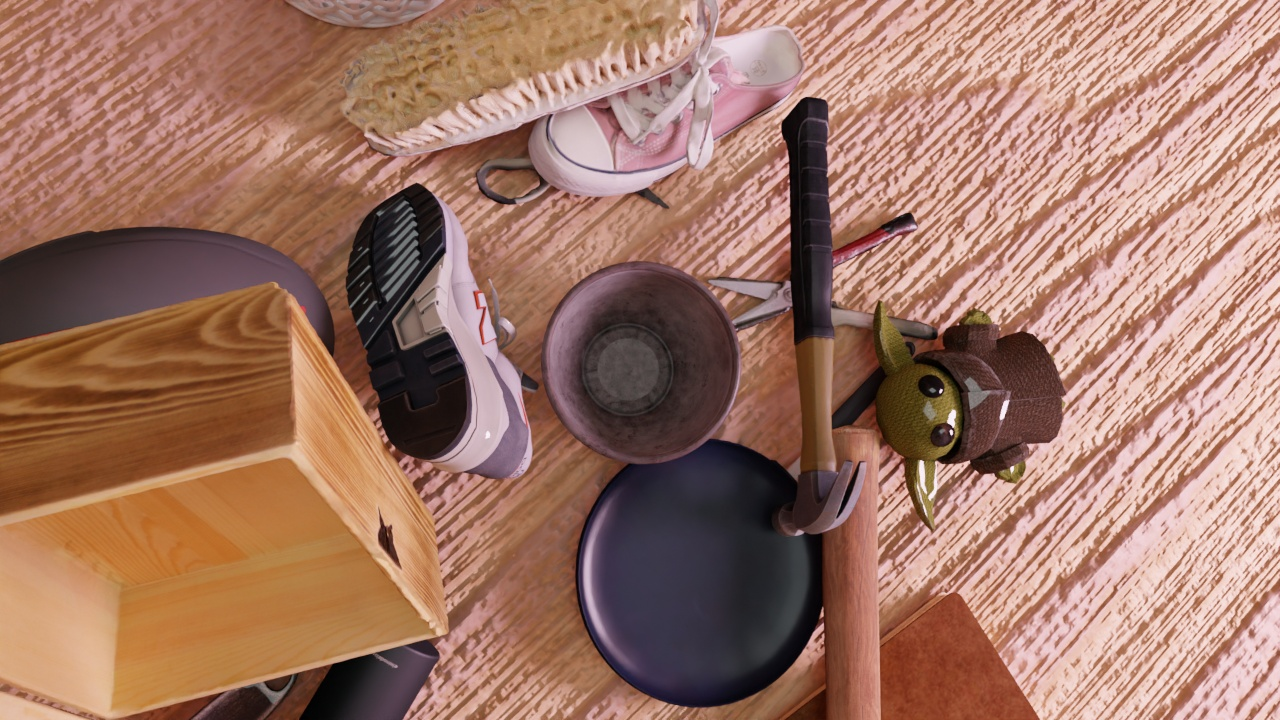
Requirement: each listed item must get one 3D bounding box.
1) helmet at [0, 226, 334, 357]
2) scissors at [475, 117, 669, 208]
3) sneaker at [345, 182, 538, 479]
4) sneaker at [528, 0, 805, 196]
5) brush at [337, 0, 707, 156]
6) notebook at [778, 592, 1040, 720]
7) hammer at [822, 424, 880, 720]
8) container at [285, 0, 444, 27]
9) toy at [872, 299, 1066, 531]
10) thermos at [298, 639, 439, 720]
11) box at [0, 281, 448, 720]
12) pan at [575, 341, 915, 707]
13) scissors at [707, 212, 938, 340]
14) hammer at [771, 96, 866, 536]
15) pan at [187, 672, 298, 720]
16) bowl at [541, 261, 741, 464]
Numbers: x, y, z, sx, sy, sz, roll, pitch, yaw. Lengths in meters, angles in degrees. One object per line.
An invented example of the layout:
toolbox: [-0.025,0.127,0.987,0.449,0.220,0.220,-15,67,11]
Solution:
helmet: [-0.327,0.002,0.571,0.264,0.170,0.164,-13,87,-12]
scissors: [-0.056,-0.164,0.720,0.168,0.013,0.157,-32,93,-15]
sneaker: [-0.131,-0.009,0.648,0.089,0.124,0.239,-28,51,12]
sneaker: [0.031,-0.200,0.694,0.240,0.088,0.118,-28,90,-16]
brush: [-0.084,-0.214,0.650,0.271,0.056,0.083,-14,76,11]
notebook: [0.202,0.312,0.716,0.225,0.024,0.167,-33,90,-12]
hammer: [0.166,0.199,0.691,0.158,0.037,0.300,3,82,-12]
container: [-0.200,-0.354,0.621,0.189,0.187,0.189,1,84,-11]
toy: [0.260,0.032,0.722,0.152,0.078,0.179,-11,86,-16]
thermos: [-0.222,0.288,0.617,0.061,0.061,0.231,32,80,-6]
box: [-0.256,0.165,0.462,0.269,0.280,0.263,-12,59,-3]
pan: [0.102,0.106,0.718,0.355,0.021,0.199,-44,95,-15]
scissors: [0.162,-0.057,0.749,0.179,0.015,0.194,39,80,-5]
hammer: [0.129,-0.040,0.686,0.025,0.118,0.332,4,76,-14]
pan: [-0.373,0.323,0.592,0.356,0.055,0.187,-41,93,-24]
bowl: [-0.004,0.004,0.684,0.145,0.067,0.145,1,84,-11]
